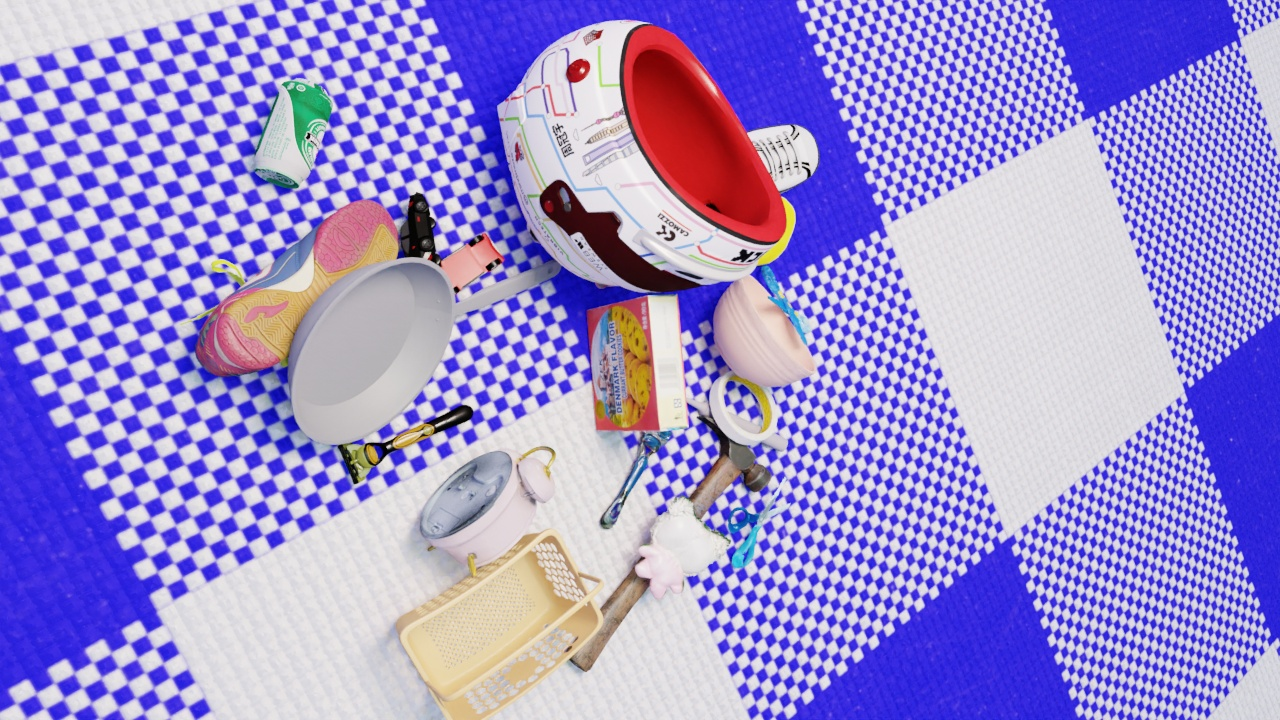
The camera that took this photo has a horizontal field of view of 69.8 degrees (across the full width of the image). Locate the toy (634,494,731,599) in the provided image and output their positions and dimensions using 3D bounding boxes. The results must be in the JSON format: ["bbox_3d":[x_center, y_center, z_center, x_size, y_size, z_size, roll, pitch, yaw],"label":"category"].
[{"bbox_3d":[0.039,0.217,1.045,0.108,0.041,0.095,-45,100,-15],"label":"toy"}]

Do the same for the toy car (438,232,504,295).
[{"bbox_3d":[-0.190,-0.100,0.988,0.089,0.025,0.038,-37,94,-16],"label":"toy car"}]

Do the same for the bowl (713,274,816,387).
[{"bbox_3d":[0.138,-0.025,1.107,0.076,0.152,0.153,-36,107,18],"label":"bowl"}]

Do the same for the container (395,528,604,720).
[{"bbox_3d":[-0.134,0.266,0.910,0.183,0.167,0.129,-32,101,-26],"label":"container"}]

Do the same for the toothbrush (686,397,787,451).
[{"bbox_3d":[0.105,0.071,1.133,0.188,0.019,0.018,26,81,-24],"label":"toothbrush"}]

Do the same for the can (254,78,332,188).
[{"bbox_3d":[-0.341,-0.224,0.904,0.053,0.053,0.101,21,77,-25],"label":"can"}]

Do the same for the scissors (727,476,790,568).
[{"bbox_3d":[0.144,0.192,1.123,0.129,0.014,0.119,-53,138,-12],"label":"scissors"}]

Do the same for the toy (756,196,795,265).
[{"bbox_3d":[0.158,-0.163,1.154,0.095,0.041,0.094,-39,138,-14],"label":"toy"}]

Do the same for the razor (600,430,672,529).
[{"bbox_3d":[-0.007,0.134,1.070,0.044,0.018,0.140,35,71,-21],"label":"razor"}]

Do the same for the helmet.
[{"bbox_3d":[-0.014,-0.191,0.966,0.230,0.237,0.314,-20,78,-48],"label":"helmet"}]

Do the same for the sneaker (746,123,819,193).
[{"bbox_3d":[0.134,-0.239,1.128,0.244,0.097,0.091,-21,96,-27],"label":"sneaker"}]

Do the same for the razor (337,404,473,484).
[{"bbox_3d":[-0.239,0.079,0.954,0.143,0.021,0.044,-25,98,-29],"label":"razor"}]

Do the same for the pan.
[{"bbox_3d":[-0.211,-0.044,0.932,0.051,0.201,0.355,31,41,21],"label":"pan"}]

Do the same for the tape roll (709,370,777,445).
[{"bbox_3d":[0.127,0.057,1.127,0.094,0.019,0.093,18,56,-29],"label":"tape roll"}]

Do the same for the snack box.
[{"bbox_3d":[-0.006,0.006,1.010,0.040,0.145,0.142,-5,89,-31],"label":"snack box"}]

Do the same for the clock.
[{"bbox_3d":[-0.151,0.141,0.943,0.157,0.117,0.059,-47,118,-22],"label":"clock"}]

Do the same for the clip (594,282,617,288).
[{"bbox_3d":[-0.029,-0.093,1.079,0.059,0.045,0.023,-8,93,-61],"label":"clip"}]

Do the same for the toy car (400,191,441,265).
[{"bbox_3d":[-0.231,-0.130,0.954,0.036,0.042,0.091,-11,71,-4],"label":"toy car"}]

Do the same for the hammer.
[{"bbox_3d":[0.021,0.215,1.075,0.120,0.033,0.329,46,68,-13],"label":"hammer"}]

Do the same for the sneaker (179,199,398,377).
[{"bbox_3d":[-0.335,-0.076,0.891,0.116,0.091,0.241,54,46,-19],"label":"sneaker"}]

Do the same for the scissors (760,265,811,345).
[{"bbox_3d":[0.185,-0.067,1.161,0.130,0.014,0.125,25,37,-49],"label":"scissors"}]
